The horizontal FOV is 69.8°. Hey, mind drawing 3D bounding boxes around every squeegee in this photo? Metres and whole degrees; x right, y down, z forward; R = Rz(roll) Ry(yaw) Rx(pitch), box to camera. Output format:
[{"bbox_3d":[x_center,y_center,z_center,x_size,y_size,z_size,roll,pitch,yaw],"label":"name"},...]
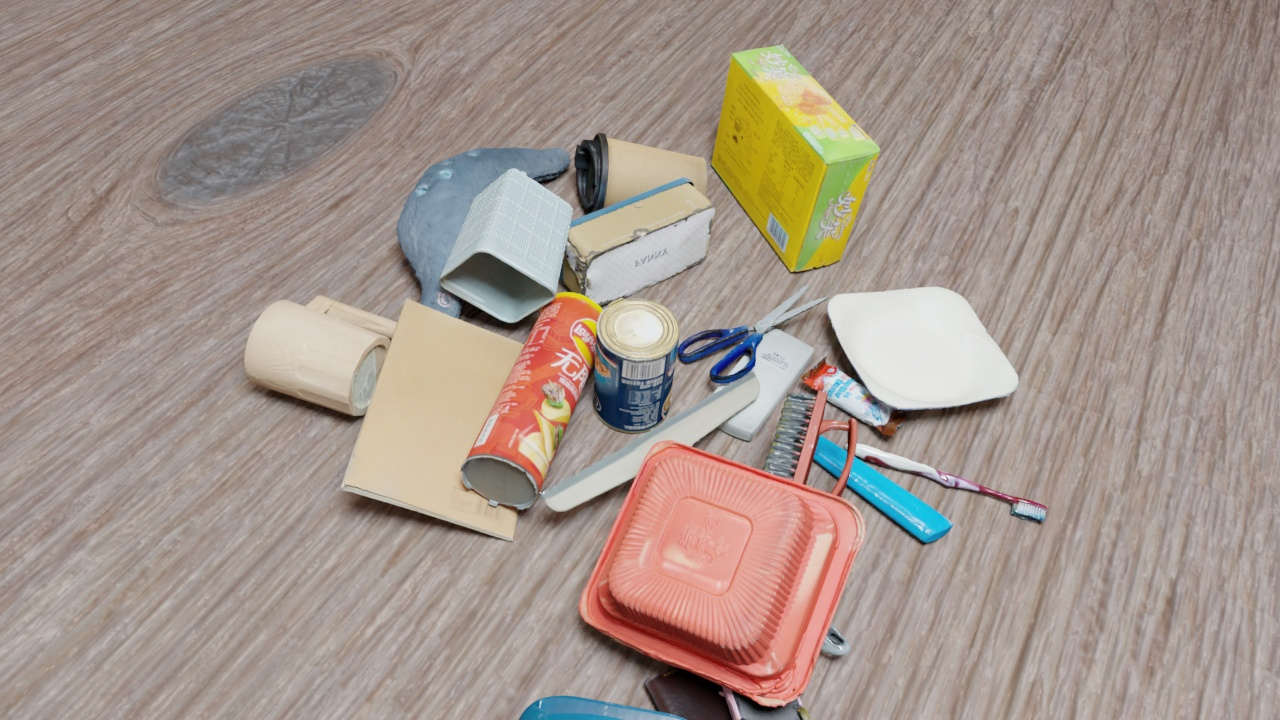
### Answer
[{"bbox_3d":[0.085,0.153,0.777,0.245,0.039,0.246,-28,63,-30],"label":"squeegee"}]

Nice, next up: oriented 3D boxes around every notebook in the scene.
[{"bbox_3d":[-0.166,0.048,0.826,0.149,0.012,0.211,22,47,-18],"label":"notebook"}]

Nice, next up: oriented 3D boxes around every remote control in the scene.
[{"bbox_3d":[0.117,0.021,0.902,0.056,0.019,0.134,29,54,18],"label":"remote control"}]

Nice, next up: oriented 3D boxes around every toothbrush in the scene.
[{"bbox_3d":[0.279,0.112,0.844,0.187,0.016,0.017,18,61,10],"label":"toothbrush"}]

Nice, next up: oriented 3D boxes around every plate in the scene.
[{"bbox_3d":[0.278,-0.008,0.925,0.164,0.034,0.163,-6,47,-13],"label":"plate"}]

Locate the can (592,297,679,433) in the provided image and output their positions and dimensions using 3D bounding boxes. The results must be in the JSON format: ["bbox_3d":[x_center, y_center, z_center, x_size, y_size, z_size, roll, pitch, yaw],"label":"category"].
[{"bbox_3d":[-0.005,0.005,0.845,0.075,0.111,0.075,2,50,-3],"label":"can"}]

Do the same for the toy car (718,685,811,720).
[{"bbox_3d":[0.087,0.241,0.686,0.056,0.037,0.122,-11,54,-9],"label":"toy car"}]

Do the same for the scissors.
[{"bbox_3d":[0.120,-0.026,0.920,0.169,0.012,0.146,-12,36,6],"label":"scissors"}]

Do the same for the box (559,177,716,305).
[{"bbox_3d":[0.002,-0.126,0.973,0.183,0.090,0.059,-26,56,-27],"label":"box"}]

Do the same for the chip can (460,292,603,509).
[{"bbox_3d":[-0.090,0.030,0.831,0.073,0.073,0.216,14,45,7],"label":"chip can"}]

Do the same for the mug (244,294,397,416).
[{"bbox_3d":[-0.288,-0.011,0.861,0.103,0.084,0.124,18,36,8],"label":"mug"}]

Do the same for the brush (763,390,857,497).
[{"bbox_3d":[0.138,0.098,0.766,0.069,0.063,0.145,14,51,14],"label":"brush"}]

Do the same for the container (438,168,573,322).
[{"bbox_3d":[-0.126,-0.113,0.892,0.090,0.090,0.111,31,54,-29],"label":"container"}]

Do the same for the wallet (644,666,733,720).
[{"bbox_3d":[0.072,0.276,0.686,0.096,0.020,0.122,-15,52,-23],"label":"wallet"}]

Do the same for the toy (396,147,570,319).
[{"bbox_3d":[-0.183,-0.145,0.981,0.138,0.092,0.355,32,50,-15],"label":"toy"}]

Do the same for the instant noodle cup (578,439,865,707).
[{"bbox_3d":[0.055,0.146,0.676,0.189,0.079,0.164,16,70,23],"label":"instant noodle cup"}]

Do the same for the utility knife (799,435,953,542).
[{"bbox_3d":[0.205,0.109,0.837,0.166,0.018,0.034,36,49,25],"label":"utility knife"}]

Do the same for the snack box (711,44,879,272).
[{"bbox_3d":[0.164,-0.227,1.023,0.070,0.158,0.210,-15,53,-19],"label":"snack box"}]

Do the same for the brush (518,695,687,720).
[{"bbox_3d":[-0.019,0.268,0.641,0.144,0.074,0.055,6,59,13],"label":"brush"}]

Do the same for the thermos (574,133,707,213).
[{"bbox_3d":[-0.001,-0.207,1.044,0.143,0.093,0.093,1,50,-14],"label":"thermos"}]

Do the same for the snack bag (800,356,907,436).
[{"bbox_3d":[0.208,0.037,0.892,0.105,0.026,0.045,35,42,19],"label":"snack bag"}]
